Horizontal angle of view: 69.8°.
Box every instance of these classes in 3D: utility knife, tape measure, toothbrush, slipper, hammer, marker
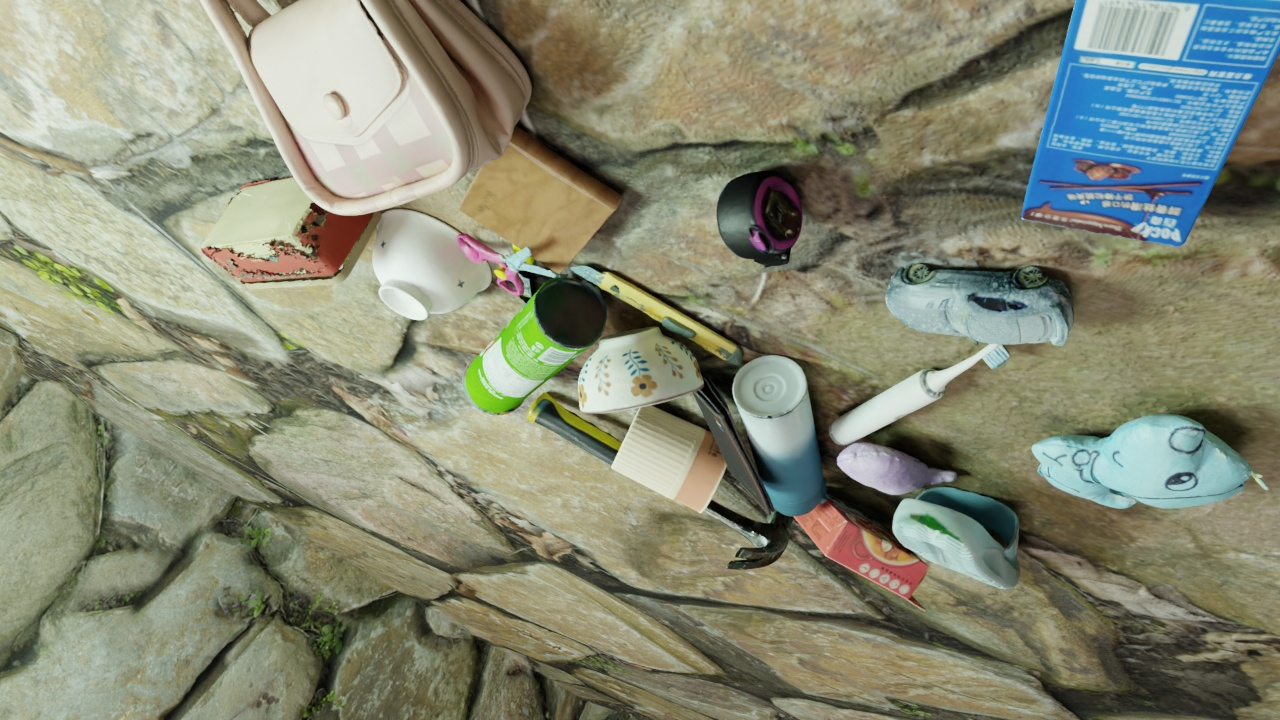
[{"bbox_3d":[0.018,-0.042,0.796,0.173,0.018,0.031,33,146,-7],"label":"utility knife"},{"bbox_3d":[0.080,-0.094,0.597,0.057,0.057,0.039,25,162,-40],"label":"tape measure"},{"bbox_3d":[0.219,0.028,0.741,0.026,0.026,0.222,55,152,6],"label":"toothbrush"},{"bbox_3d":[0.296,0.155,0.851,0.104,0.074,0.245,18,171,32],"label":"slipper"},{"bbox_3d":[0.019,0.130,1.021,0.323,0.125,0.032,29,119,4],"label":"hammer"},{"bbox_3d":[-0.102,-0.083,0.817,0.018,0.015,0.124,26,157,7],"label":"marker"}]

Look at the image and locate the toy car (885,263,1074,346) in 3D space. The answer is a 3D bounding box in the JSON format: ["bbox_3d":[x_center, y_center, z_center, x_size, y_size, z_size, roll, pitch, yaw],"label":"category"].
[{"bbox_3d":[0.224,-0.035,0.614,0.121,0.036,0.054,9,150,33],"label":"toy car"}]

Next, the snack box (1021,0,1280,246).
[{"bbox_3d":[0.245,-0.121,0.448,0.085,0.026,0.157,14,152,20],"label":"snack box"}]

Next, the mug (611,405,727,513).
[{"bbox_3d":[0.034,0.100,0.977,0.106,0.081,0.114,26,-177,1],"label":"mug"}]

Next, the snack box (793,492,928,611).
[{"bbox_3d":[0.235,0.191,0.950,0.127,0.044,0.113,30,-175,-12],"label":"snack box"}]

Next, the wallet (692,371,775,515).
[{"bbox_3d":[0.085,0.077,0.858,0.122,0.020,0.096,63,177,-27],"label":"wallet"}]

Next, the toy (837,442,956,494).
[{"bbox_3d":[0.226,0.099,0.837,0.108,0.038,0.084,24,156,-39],"label":"toy"}]

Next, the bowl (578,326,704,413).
[{"bbox_3d":[-0.005,0.005,0.819,0.114,0.113,0.062,-7,99,46],"label":"bowl"}]

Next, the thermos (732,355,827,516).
[{"bbox_3d":[0.133,0.081,0.862,0.070,0.070,0.221,12,151,23],"label":"thermos"}]

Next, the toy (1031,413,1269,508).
[{"bbox_3d":[0.374,0.080,0.685,0.156,0.049,0.161,8,154,33],"label":"toy"}]

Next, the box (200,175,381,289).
[{"bbox_3d":[-0.330,-0.122,0.842,0.169,0.091,0.079,1,149,38],"label":"box"}]

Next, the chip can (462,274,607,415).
[{"bbox_3d":[-0.108,-0.008,0.889,0.072,0.072,0.237,31,152,-14],"label":"chip can"}]

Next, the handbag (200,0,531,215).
[{"bbox_3d":[-0.204,-0.213,0.602,0.194,0.093,0.234,-3,135,41],"label":"handbag"}]

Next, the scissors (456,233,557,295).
[{"bbox_3d":[-0.117,-0.088,0.775,0.096,0.017,0.137,40,164,-12],"label":"scissors"}]

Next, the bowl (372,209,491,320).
[{"bbox_3d":[-0.206,-0.077,0.853,0.118,0.064,0.118,20,153,10],"label":"bowl"}]

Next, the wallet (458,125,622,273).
[{"bbox_3d":[-0.081,-0.121,0.708,0.101,0.020,0.116,32,145,-12],"label":"wallet"}]
